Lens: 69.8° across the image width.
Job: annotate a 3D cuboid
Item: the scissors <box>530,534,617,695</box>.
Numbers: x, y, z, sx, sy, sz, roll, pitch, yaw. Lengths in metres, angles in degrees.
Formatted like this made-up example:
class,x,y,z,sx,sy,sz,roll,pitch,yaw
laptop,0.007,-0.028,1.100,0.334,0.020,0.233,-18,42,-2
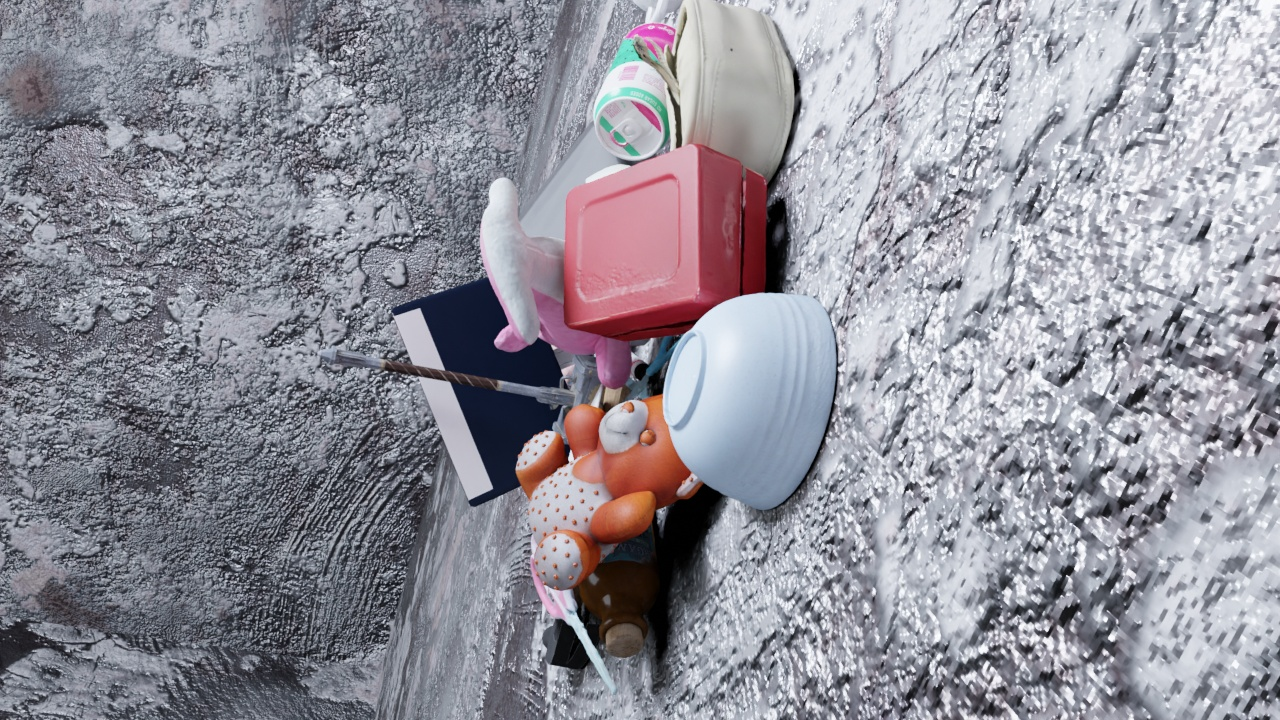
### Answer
class,x,y,z,sx,sy,sz,roll,pitch,yaw
scissors,-0.057,0.209,0.757,0.174,0.017,0.077,50,139,50

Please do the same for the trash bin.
class,x,y,z,sx,sy,sz,roll,pitch,yaw
trash bin,-0.056,-0.149,1.048,0.192,0.097,0.219,-48,27,21

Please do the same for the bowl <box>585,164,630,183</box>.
class,x,y,z,sx,sy,sz,roll,pitch,yaw
bowl,-0.005,-0.138,0.867,0.054,0.105,0.104,-28,30,8

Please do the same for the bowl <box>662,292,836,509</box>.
class,x,y,z,sx,sy,sz,roll,pitch,yaw
bowl,0.061,0.020,0.618,0.151,0.074,0.150,-168,91,-74

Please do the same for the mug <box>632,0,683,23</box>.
class,x,y,z,sx,sy,sz,roll,pitch,yaw
mug,0.030,-0.458,1.101,0.090,0.091,0.121,-153,76,-74

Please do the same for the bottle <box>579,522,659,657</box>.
class,x,y,z,sx,sy,sz,roll,pitch,yaw
bottle,-0.019,0.178,0.775,0.156,0.067,0.068,-99,27,-54

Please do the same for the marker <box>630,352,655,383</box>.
class,x,y,z,sx,sy,sz,roll,pitch,yaw
marker,-0.006,0.006,0.965,0.145,0.019,0.019,-143,68,-73

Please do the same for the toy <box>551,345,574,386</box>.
class,x,y,z,sx,sy,sz,roll,pitch,yaw
toy,-0.103,-0.018,1.278,0.109,0.053,0.105,139,127,-62

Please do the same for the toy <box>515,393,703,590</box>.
class,x,y,z,sx,sy,sz,roll,pitch,yaw
toy,-0.020,0.089,0.731,0.172,0.093,0.163,-36,32,8

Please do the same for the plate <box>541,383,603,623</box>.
class,x,y,z,sx,sy,sz,roll,pitch,yaw
plate,-0.074,0.139,0.921,0.242,0.016,0.242,-171,95,-88

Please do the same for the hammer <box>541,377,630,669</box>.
class,x,y,z,sx,sy,sz,roll,pitch,yaw
hammer,-0.051,0.165,0.966,0.132,0.040,0.305,158,124,-75

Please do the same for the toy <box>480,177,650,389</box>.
class,x,y,z,sx,sy,sz,roll,pitch,yaw
toy,-0.079,-0.051,0.842,0.128,0.265,0.186,-21,69,20

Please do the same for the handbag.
class,x,y,z,sx,sy,sz,roll,pitch,yaw
handbag,0.043,-0.230,0.818,0.184,0.132,0.228,114,165,-56

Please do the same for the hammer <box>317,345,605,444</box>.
class,x,y,z,sx,sy,sz,roll,pitch,yaw
hammer,-0.180,0.022,0.990,0.044,0.321,0.098,-130,55,-62

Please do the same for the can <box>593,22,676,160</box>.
class,x,y,z,sx,sy,sz,roll,pitch,yaw
can,0.005,-0.294,1.001,0.088,0.088,0.165,120,170,-46

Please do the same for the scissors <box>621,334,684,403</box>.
class,x,y,z,sx,sy,sz,roll,pitch,yaw
scissors,0.011,0.015,0.877,0.136,0.015,0.126,29,99,56

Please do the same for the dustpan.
class,x,y,z,sx,sy,sz,roll,pitch,yaw
dustpan,-0.146,0.017,1.102,0.080,0.272,0.236,-19,93,54

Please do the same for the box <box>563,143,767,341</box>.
class,x,y,z,sx,sy,sz,roll,pitch,yaw
box,0.020,-0.083,0.726,0.159,0.086,0.129,-8,78,44
